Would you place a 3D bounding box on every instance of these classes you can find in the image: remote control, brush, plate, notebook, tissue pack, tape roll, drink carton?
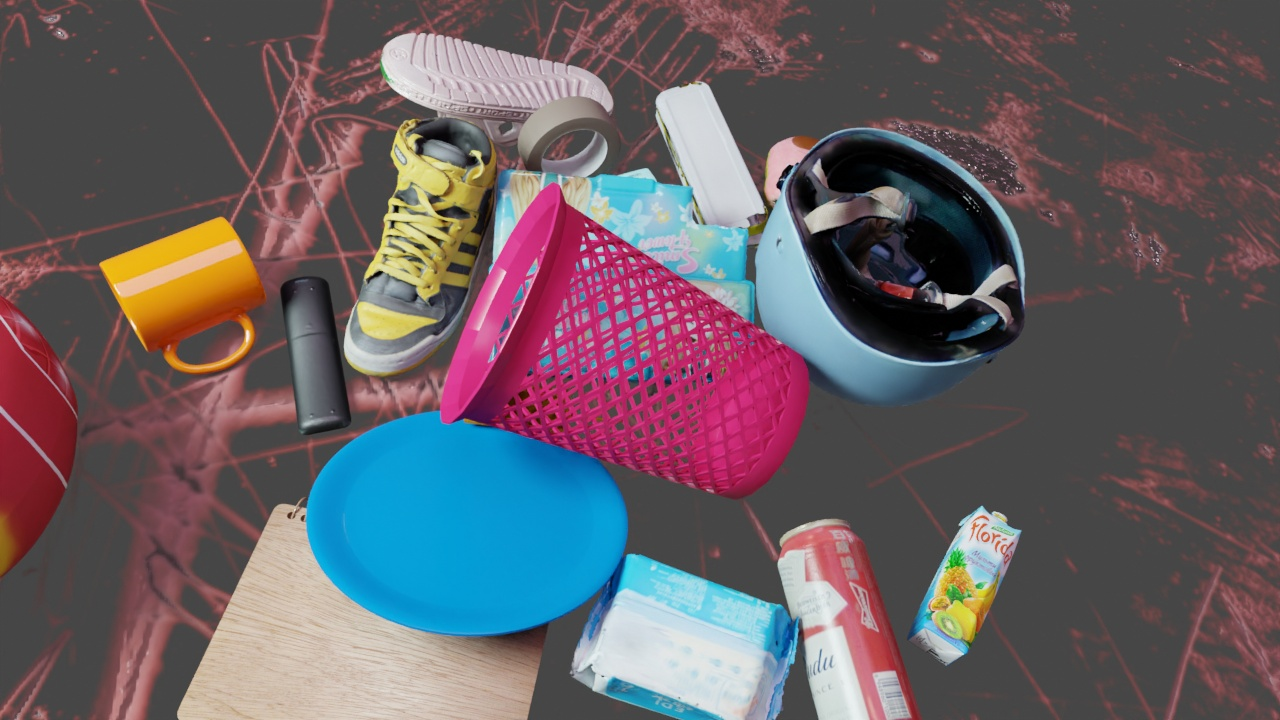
[{"bbox_3d":[-0.266,-0.008,0.748,0.041,0.020,0.151,-11,60,-16],"label":"remote control"},{"bbox_3d":[-0.077,0.037,0.744,0.126,0.017,0.048,7,37,-7],"label":"brush"},{"bbox_3d":[-0.122,0.113,0.660,0.224,0.024,0.223,8,34,-6],"label":"plate"},{"bbox_3d":[-0.172,0.185,0.623,0.210,0.022,0.168,12,50,-1],"label":"notebook"},{"bbox_3d":[0.033,0.200,0.633,0.144,0.062,0.092,18,56,7],"label":"tissue pack"},{"bbox_3d":[-0.068,-0.204,0.872,0.093,0.094,0.030,-14,59,-19],"label":"tape roll"},{"bbox_3d":[0.250,0.170,0.705,0.044,0.039,0.128,33,56,13],"label":"drink carton"}]

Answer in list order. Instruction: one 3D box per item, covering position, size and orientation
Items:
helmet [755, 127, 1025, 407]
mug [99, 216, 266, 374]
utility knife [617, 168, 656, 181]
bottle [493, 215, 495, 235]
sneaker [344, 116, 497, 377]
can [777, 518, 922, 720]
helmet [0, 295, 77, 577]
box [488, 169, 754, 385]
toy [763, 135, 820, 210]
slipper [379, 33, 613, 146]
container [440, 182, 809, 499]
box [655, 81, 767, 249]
[{"bbox_3d":[0.199,-0.076,0.783,0.225,0.167,0.264,31,54,-2],"label":"helmet"},{"bbox_3d":[-0.354,-0.045,0.732,0.095,0.078,0.112,-30,94,-26],"label":"mug"},{"bbox_3d":[-0.041,-0.166,0.900,0.120,0.015,0.022,-17,85,-18],"label":"utility knife"},{"bbox_3d":[-0.077,-0.121,0.831,0.109,0.063,0.063,8,55,-6],"label":"bottle"},{"bbox_3d":[-0.181,-0.107,0.769,0.086,0.122,0.237,14,54,1],"label":"sneaker"},{"bbox_3d":[0.146,0.201,0.649,0.067,0.067,0.170,-4,57,-12],"label":"can"},{"bbox_3d":[-0.486,0.041,0.569,0.271,0.198,0.224,33,57,22],"label":"helmet"},{"bbox_3d":[-0.015,-0.072,0.786,0.226,0.039,0.181,3,82,-7],"label":"box"},{"bbox_3d":[0.165,-0.181,0.923,0.090,0.051,0.109,22,56,7],"label":"toy"},{"bbox_3d":[-0.142,-0.260,0.918,0.238,0.065,0.094,-1,57,-32],"label":"slipper"},{"bbox_3d":[-0.004,0.003,0.676,0.225,0.184,0.182,25,52,-19],"label":"container"},{"bbox_3d":[0.070,-0.197,0.933,0.065,0.045,0.209,-15,59,-5],"label":"box"}]
